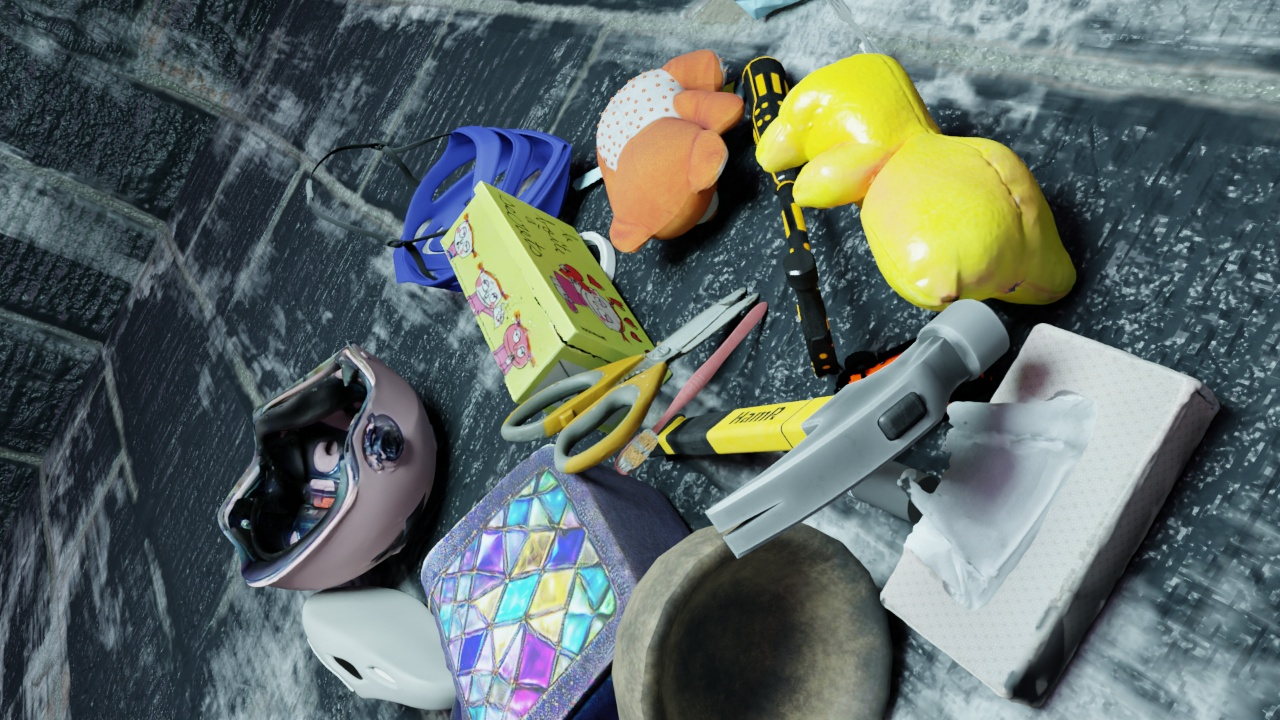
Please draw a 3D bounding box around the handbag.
[{"bbox_3d":[-0.058,0.198,0.641,0.222,0.125,0.204,-50,41,13],"label":"handbag"}]

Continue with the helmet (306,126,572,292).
[{"bbox_3d":[-0.199,-0.164,0.913,0.242,0.227,0.147,-35,56,32],"label":"helmet"}]

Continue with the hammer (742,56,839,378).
[{"bbox_3d":[0.108,-0.123,0.670,0.036,0.123,0.319,-13,46,13],"label":"hammer"}]

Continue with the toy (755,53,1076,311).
[{"bbox_3d":[0.167,-0.108,0.546,0.193,0.134,0.088,59,140,37],"label":"toy"}]

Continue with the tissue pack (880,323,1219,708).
[{"bbox_3d":[0.198,0.073,0.477,0.104,0.071,0.181,35,101,50],"label":"tissue pack"}]

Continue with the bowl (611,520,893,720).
[{"bbox_3d":[0.056,0.167,0.512,0.070,0.162,0.162,-4,66,64],"label":"bowl"}]

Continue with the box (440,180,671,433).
[{"bbox_3d":[-0.079,-0.050,0.787,0.082,0.124,0.220,-47,46,19],"label":"box"}]

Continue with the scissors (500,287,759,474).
[{"bbox_3d":[-0.003,0.003,0.679,0.134,0.016,0.227,11,42,45],"label":"scissors"}]

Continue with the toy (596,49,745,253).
[{"bbox_3d":[0.022,-0.171,0.784,0.164,0.092,0.172,-42,39,30],"label":"toy"}]

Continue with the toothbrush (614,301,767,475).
[{"bbox_3d":[0.042,0.014,0.652,0.184,0.015,0.016,-47,-1,-30],"label":"toothbrush"}]

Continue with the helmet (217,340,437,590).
[{"bbox_3d":[-0.302,0.121,0.924,0.230,0.152,0.255,-34,42,22],"label":"helmet"}]

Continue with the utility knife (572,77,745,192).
[{"bbox_3d":[0.011,-0.209,0.870,0.219,0.019,0.030,-18,54,35],"label":"utility knife"}]

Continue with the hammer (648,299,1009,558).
[{"bbox_3d":[0.064,0.045,0.562,0.169,0.034,0.325,-37,6,-19],"label":"hammer"}]

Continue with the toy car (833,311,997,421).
[{"bbox_3d":[0.167,0.013,0.553,0.100,0.048,0.051,-29,50,35],"label":"toy car"}]

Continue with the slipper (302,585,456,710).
[{"bbox_3d":[-0.219,0.269,0.806,0.266,0.112,0.080,6,94,50],"label":"slipper"}]

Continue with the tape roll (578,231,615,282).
[{"bbox_3d":[-0.060,-0.079,0.882,0.093,0.013,0.093,-24,54,38],"label":"tape roll"}]

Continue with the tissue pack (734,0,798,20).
[{"bbox_3d":[0.138,-0.391,0.788,0.112,0.070,0.181,-7,64,46],"label":"tissue pack"}]

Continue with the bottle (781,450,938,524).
[{"bbox_3d":[0.131,0.068,0.577,0.113,0.030,0.030,21,86,51],"label":"bottle"}]

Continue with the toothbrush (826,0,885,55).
[{"bbox_3d":[0.128,-0.261,0.641,0.010,0.181,0.010,-45,39,14],"label":"toothbrush"}]
